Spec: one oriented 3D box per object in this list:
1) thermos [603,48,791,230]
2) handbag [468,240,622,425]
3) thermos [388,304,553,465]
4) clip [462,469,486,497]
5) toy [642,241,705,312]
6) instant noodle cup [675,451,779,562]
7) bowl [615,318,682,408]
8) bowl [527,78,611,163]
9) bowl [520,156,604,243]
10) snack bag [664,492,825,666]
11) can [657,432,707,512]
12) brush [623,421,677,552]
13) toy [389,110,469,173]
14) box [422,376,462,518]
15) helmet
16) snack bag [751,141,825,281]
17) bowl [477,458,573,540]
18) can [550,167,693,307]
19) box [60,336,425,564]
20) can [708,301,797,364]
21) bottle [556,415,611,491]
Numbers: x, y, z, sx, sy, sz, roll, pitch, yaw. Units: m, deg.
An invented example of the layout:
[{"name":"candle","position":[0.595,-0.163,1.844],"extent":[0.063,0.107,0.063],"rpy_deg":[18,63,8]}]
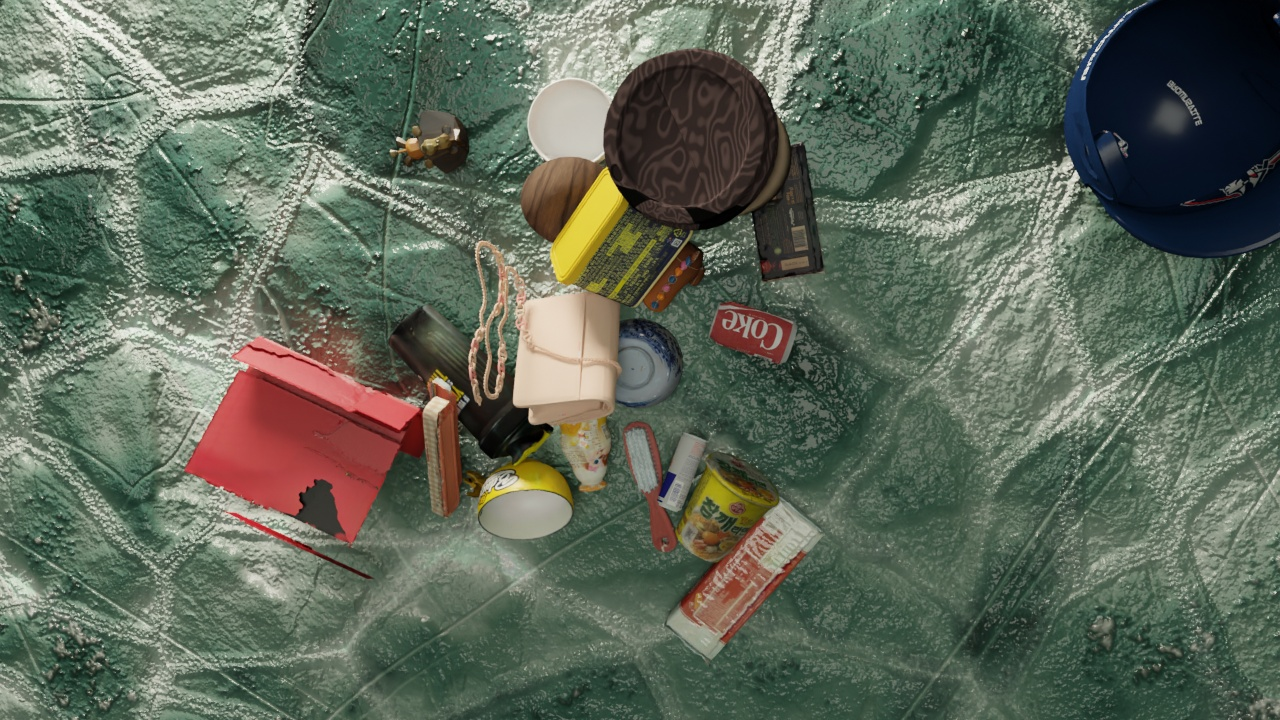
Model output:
[{"name":"thermos","position":[0.076,-0.223,0.970],"extent":[0.173,0.225,0.173],"rpy_deg":[3,98,19]},{"name":"handbag","position":[-0.098,-0.024,1.023],"extent":[0.117,0.187,0.198],"rpy_deg":[-9,55,17]},{"name":"thermos","position":[-0.205,0.031,1.122],"extent":[0.221,0.098,0.098],"rpy_deg":[43,100,6]},{"name":"clip","position":[-0.205,0.159,1.166],"extent":[0.049,0.054,0.045],"rpy_deg":[-12,77,31]},{"name":"toy","position":[0.039,-0.096,1.068],"extent":[0.070,0.103,0.090],"rpy_deg":[34,89,-10]},{"name":"instant noodle cup","position":[0.097,0.180,1.107],"extent":[0.102,0.102,0.108],"rpy_deg":[32,109,2]},{"name":"bowl","position":[-0.007,0.007,1.116],"extent":[0.114,0.045,0.114],"rpy_deg":[1,98,7]},{"name":"bowl","position":[-0.076,-0.275,1.081],"extent":[0.105,0.054,0.105],"rpy_deg":[1,97,8]},{"name":"bowl","position":[-0.082,-0.177,1.076],"extent":[0.119,0.032,0.119],"rpy_deg":[-1,130,-2]},{"name":"snack bag","position":[0.128,0.270,1.140],"extent":[0.077,0.041,0.225],"rpy_deg":[39,102,1]},{"name":"can","position":[0.051,0.136,1.122],"extent":[0.032,0.032,0.095],"rpy_deg":[21,85,4]},{"name":"brush","position":[0.012,0.161,1.143],"extent":[0.041,0.030,0.172],"rpy_deg":[-13,97,9]},{"name":"toy","position":[-0.257,-0.260,1.104],"extent":[0.100,0.062,0.076],"rpy_deg":[-11,116,14]},{"name":"box","position":[-0.241,0.108,1.103],"extent":[0.054,0.078,0.187],"rpy_deg":[-9,132,-18]},{"name":"helmet","position":[0.562,-0.235,0.921],"extent":[0.233,0.222,0.272],"rpy_deg":[-36,83,24]},{"name":"snack bag","position":[0.169,-0.174,1.082],"extent":[0.075,0.018,0.155],"rpy_deg":[-9,96,9]},{"name":"bowl","position":[-0.142,0.164,1.134],"extent":[0.117,0.067,0.117],"rpy_deg":[-5,140,-4]},{"name":"can","position":[-0.021,-0.137,1.049],"extent":[0.104,0.075,0.135],"rpy_deg":[20,123,-33]},{"name":"box","position":[-0.376,0.071,0.990],"extent":[0.211,0.409,0.107],"rpy_deg":[25,103,2]},{"name":"can","position":[0.133,-0.034,1.089],"extent":[0.096,0.054,0.054],"rpy_deg":[18,100,4]},{"name":"bottle","position":[-0.067,0.105,1.128],"extent":[0.063,0.063,0.109],"rpy_deg":[-7,95,8]}]
